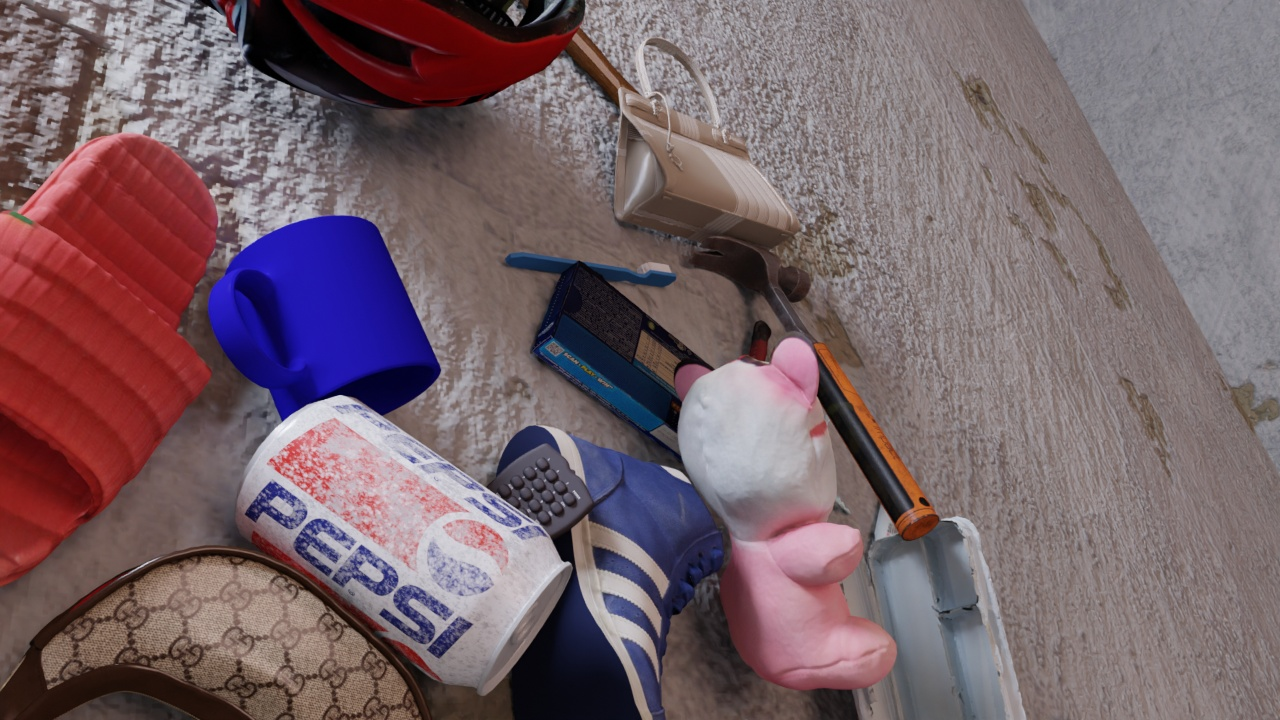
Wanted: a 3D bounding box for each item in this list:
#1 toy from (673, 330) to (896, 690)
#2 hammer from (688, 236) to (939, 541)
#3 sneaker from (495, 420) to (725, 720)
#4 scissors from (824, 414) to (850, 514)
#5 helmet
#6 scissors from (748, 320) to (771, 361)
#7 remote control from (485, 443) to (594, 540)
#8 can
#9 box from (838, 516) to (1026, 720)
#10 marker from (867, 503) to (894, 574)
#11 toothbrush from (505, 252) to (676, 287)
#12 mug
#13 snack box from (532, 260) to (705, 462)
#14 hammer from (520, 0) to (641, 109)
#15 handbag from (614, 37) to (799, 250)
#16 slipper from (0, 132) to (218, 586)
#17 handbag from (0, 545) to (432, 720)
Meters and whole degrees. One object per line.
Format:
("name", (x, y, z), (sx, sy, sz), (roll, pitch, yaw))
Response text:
("toy", (0.081, 0.094, 0.576), (0.084, 0.142, 0.213), (-10, 88, -23))
("hammer", (0.137, 0.007, 0.726), (0.137, 0.035, 0.314), (19, 32, -35))
("sneaker", (-0.001, 0.150, 0.502), (0.118, 0.092, 0.232), (17, 43, -42))
("scissors", (0.126, 0.084, 0.717), (0.171, 0.023, 0.167), (47, 33, -33))
("helmet", (-0.149, -0.260, 0.584), (0.217, 0.167, 0.271), (54, 37, 0))
("scissors", (0.102, 0.032, 0.739), (0.179, 0.015, 0.187), (25, 44, -44))
("remote control", (-0.083, 0.091, 0.455), (0.124, 0.009, 0.046), (-35, 69, -15))
("can", (-0.105, 0.081, 0.409), (0.136, 0.078, 0.078), (32, 36, 11))
("box", (0.175, 0.215, 0.626), (0.124, 0.107, 0.215), (11, 59, -33))
("marker", (0.200, 0.156, 0.765), (0.017, 0.017, 0.146), (47, 38, -10))
("toothbrush", (-0.034, -0.070, 0.688), (0.166, 0.016, 0.014), (3, 60, -45))
("mug", (-0.161, -0.017, 0.449), (0.083, 0.079, 0.111), (63, 20, 12))
("snack box", (-0.004, 0.004, 0.653), (0.150, 0.027, 0.082), (38, 42, -21))
("hammer", (-0.107, -0.331, 0.798), (0.323, 0.033, 0.115), (45, 36, -13))
("handbag", (0.043, -0.203, 0.822), (0.175, 0.062, 0.197), (8, 62, -44))
("slipper", (-0.228, -0.016, 0.379), (0.103, 0.059, 0.248), (56, 25, -37))
("handbag", (-0.162, 0.157, 0.353), (0.166, 0.063, 0.138), (48, 54, -15))
